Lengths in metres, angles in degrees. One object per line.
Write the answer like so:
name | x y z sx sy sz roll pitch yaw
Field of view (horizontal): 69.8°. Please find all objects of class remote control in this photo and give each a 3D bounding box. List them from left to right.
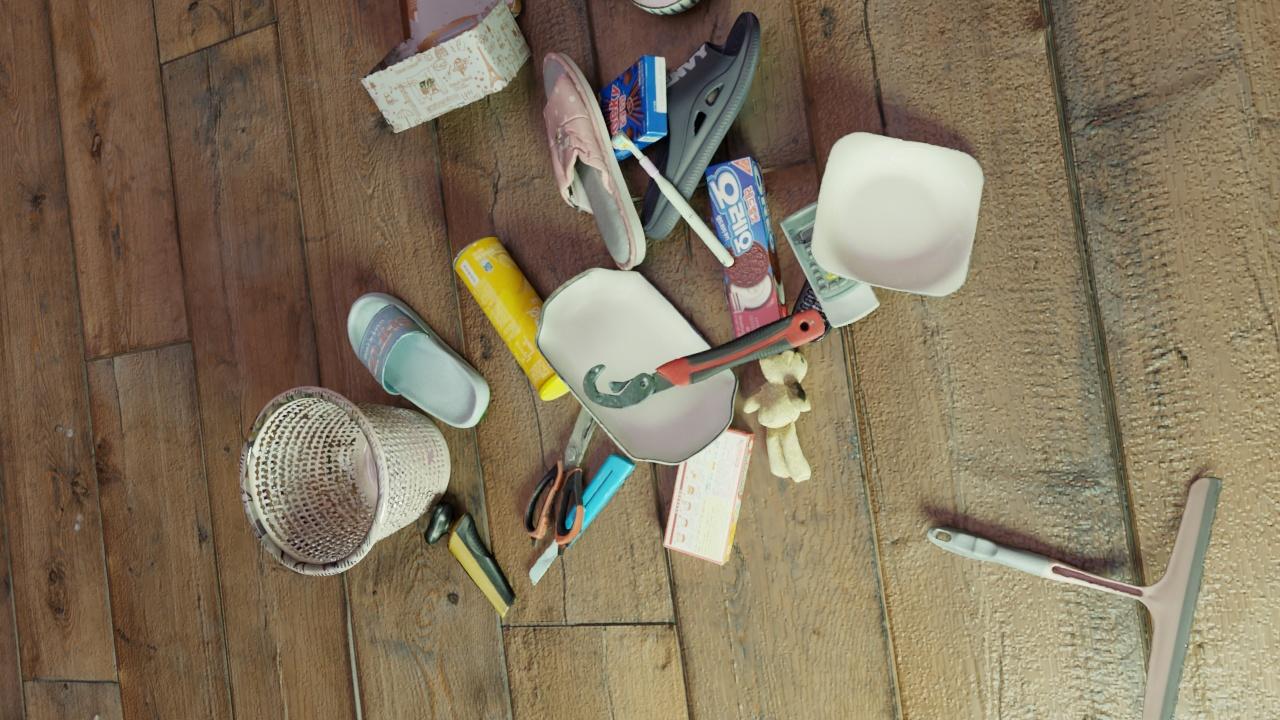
remote control | 0.204 -0.104 0.989 0.056 0.019 0.135 -28 78 20
remote control | 0.209 -0.084 1.011 0.053 0.024 0.136 29 100 23

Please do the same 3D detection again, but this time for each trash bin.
trash bin | -0.357 0.142 1.174 0.228 0.191 0.227 1 91 23

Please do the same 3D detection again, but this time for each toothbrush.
toothbrush | 0.036 -0.175 1.001 0.020 0.029 0.189 -42 92 -15

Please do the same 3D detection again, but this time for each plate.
plate | -0.006 0.006 1.070 0.161 0.034 0.265 -38 71 -14
plate | 0.265 -0.150 0.958 0.164 0.034 0.164 13 81 6

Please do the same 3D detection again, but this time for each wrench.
wrench | 0.067 0.000 1.002 0.274 0.016 0.056 -17 84 12

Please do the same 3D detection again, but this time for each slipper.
slipper | -0.305 0.005 1.214 0.245 0.074 0.104 36 105 18
slipper | -0.068 -0.233 1.087 0.054 0.114 0.274 -21 87 -21
slipper | 0.048 -0.267 1.023 0.083 0.110 0.268 21 108 -17

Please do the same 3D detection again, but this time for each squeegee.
squeegee | 0.414 0.208 0.919 0.250 0.040 0.247 13 80 29

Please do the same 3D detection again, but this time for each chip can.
chip can | -0.151 -0.054 1.145 0.072 0.072 0.213 -41 75 19

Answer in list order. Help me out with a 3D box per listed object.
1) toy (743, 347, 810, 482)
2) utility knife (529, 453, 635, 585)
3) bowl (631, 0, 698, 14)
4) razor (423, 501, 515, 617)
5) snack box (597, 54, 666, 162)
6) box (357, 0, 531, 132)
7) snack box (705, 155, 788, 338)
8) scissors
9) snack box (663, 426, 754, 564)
toy | 0.162 0.057 1.020 0.105 0.066 0.157 180 84 -65
utility knife | -0.079 0.201 1.149 0.034 0.018 0.216 41 108 17
bowl | 0.036 -0.453 1.058 0.117 0.066 0.116 0 91 23
razor | -0.220 0.260 1.194 0.067 0.062 0.167 -36 81 -13
snack box | -0.012 -0.283 1.049 0.157 0.026 0.084 180 89 -68
box | -0.238 -0.421 1.167 0.179 0.125 0.273 -13 58 24
snack box | 0.121 -0.122 1.032 0.058 0.057 0.207 -11 86 21
scissors | -0.080 0.137 1.139 0.206 0.015 0.196 -34 61 28
snack box | 0.079 0.152 1.072 0.077 0.027 0.156 13 96 23
